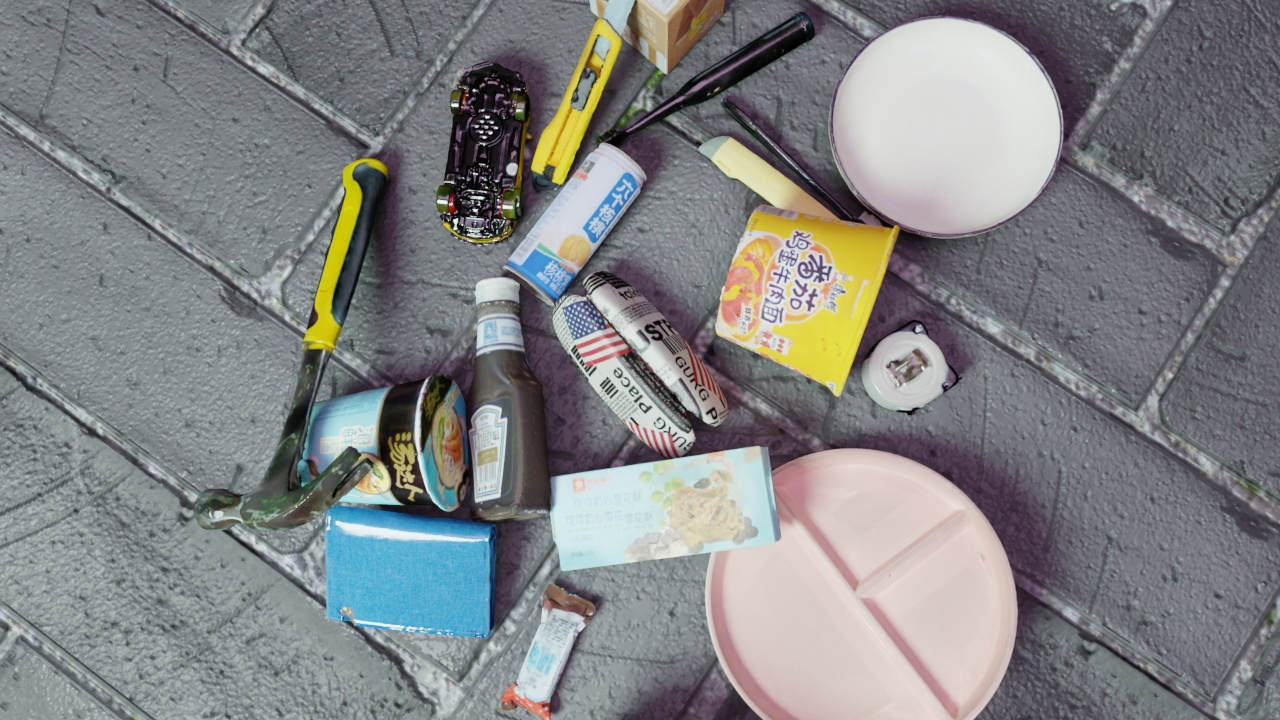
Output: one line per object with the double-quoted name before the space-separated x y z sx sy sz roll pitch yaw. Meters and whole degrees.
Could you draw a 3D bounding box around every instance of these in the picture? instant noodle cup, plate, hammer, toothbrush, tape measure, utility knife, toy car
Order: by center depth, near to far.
"plate" 0.164 0.181 0.703 0.230 0.028 0.229 -5 70 13
"hammer" -0.243 -0.025 0.714 0.126 0.032 0.322 -5 60 19
"instant noodle cup" 0.127 -0.053 0.717 0.110 0.138 0.138 19 83 12
"instant noodle cup" -0.208 0.070 0.724 0.120 0.111 0.111 -6 82 8
"utility knife" -0.045 -0.229 0.748 0.033 0.015 0.209 26 116 -3
"tape measure" 0.216 0.009 0.750 0.066 0.033 0.065 -34 81 -4
"plate" 0.253 -0.192 0.774 0.192 0.039 0.192 0 82 2
"utility knife" 0.123 -0.139 0.782 0.167 0.018 0.031 38 89 8
"toy car" -0.130 -0.176 0.782 0.071 0.041 0.155 4 84 2
"toothbrush" 0.137 -0.166 0.786 0.181 0.016 0.018 42 79 6
"toothbrush" 0.054 -0.238 0.795 0.212 0.026 0.027 -31 48 -1

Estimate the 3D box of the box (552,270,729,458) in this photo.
"box" -0.008 0.007 0.751 0.088 0.076 0.162 -41 85 20

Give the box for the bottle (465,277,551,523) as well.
"bottle" -0.110 0.030 0.738 0.044 0.080 0.194 7 72 -42

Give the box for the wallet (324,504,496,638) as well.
"wallet" -0.179 0.168 0.721 0.133 0.040 0.106 6 110 5

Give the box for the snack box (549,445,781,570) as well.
"snack box" 0.019 0.116 0.717 0.175 0.051 0.074 -10 81 12

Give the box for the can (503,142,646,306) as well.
"can" -0.053 -0.114 0.765 0.053 0.053 0.134 36 85 6

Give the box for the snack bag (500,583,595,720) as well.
"snack bag" -0.074 0.235 0.731 0.045 0.026 0.105 21 82 13

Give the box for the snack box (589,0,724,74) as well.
"snack box" 0.014 -0.315 0.770 0.093 0.094 0.077 42 85 7
